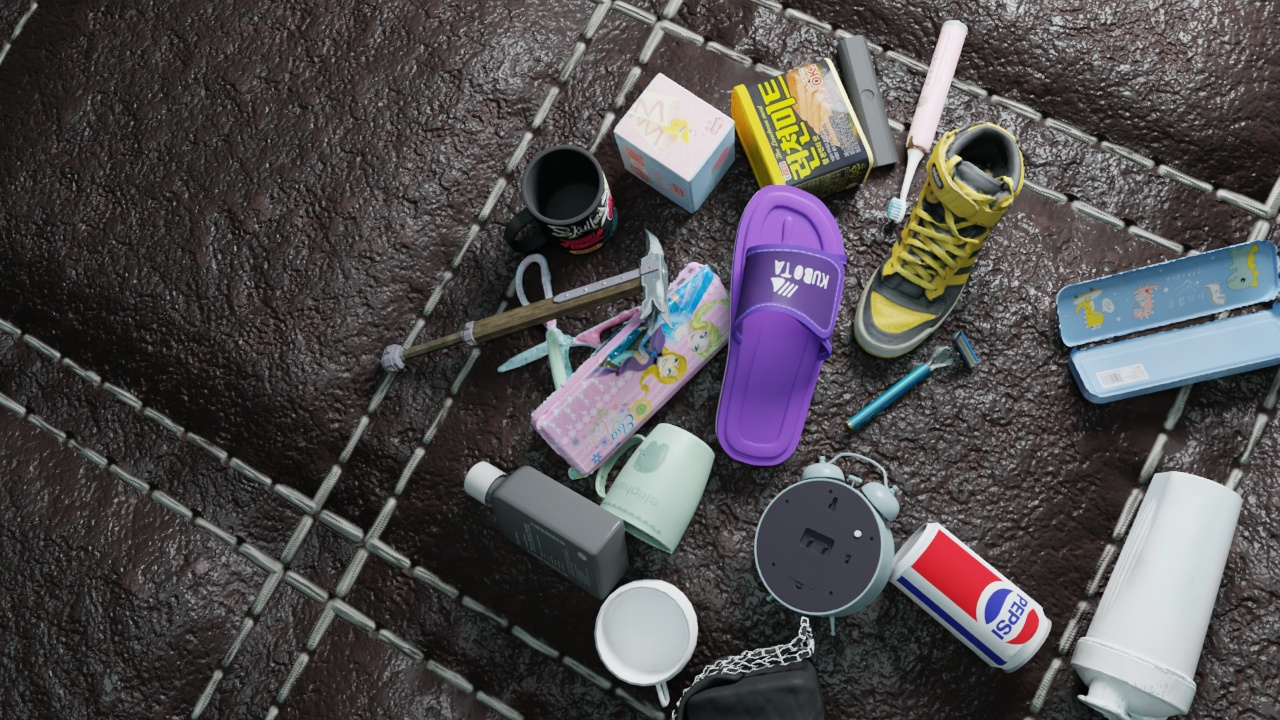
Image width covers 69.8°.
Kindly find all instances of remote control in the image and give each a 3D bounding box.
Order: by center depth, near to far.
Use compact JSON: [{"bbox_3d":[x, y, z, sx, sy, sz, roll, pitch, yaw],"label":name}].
[{"bbox_3d":[0.236,-0.268,0.955,0.033,0.015,0.146,-12,78,4],"label":"remote control"}]

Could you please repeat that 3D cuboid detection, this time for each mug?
[{"bbox_3d":[0.009,0.263,0.857,0.094,0.068,0.115,-16,78,4],"label":"mug"},{"bbox_3d":[0.008,0.115,0.885,0.111,0.084,0.104,18,71,38],"label":"mug"},{"bbox_3d":[-0.085,-0.150,0.929,0.118,0.098,0.082,-34,77,0],"label":"mug"}]

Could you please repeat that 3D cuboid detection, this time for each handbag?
[{"bbox_3d":[0.094,0.284,0.802,0.125,0.153,0.114,-9,82,10],"label":"handbag"}]

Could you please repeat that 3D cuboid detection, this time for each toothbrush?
[{"bbox_3d":[-0.077,0.043,0.928,0.022,0.015,0.154,-11,84,-7],"label":"toothbrush"},{"bbox_3d":[0.291,-0.243,0.938,0.026,0.027,0.222,22,81,-19],"label":"toothbrush"}]

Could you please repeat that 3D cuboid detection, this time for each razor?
[{"bbox_3d":[0.260,0.024,0.897,0.144,0.022,0.042,-35,114,3],"label":"razor"}]

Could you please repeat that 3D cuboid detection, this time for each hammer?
[{"bbox_3d":[-0.122,-0.044,0.923,0.317,0.028,0.146,-16,42,15],"label":"hammer"}]

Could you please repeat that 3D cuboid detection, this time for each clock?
[{"bbox_3d":[0.174,0.161,0.844,0.123,0.045,0.159,21,83,38],"label":"clock"}]

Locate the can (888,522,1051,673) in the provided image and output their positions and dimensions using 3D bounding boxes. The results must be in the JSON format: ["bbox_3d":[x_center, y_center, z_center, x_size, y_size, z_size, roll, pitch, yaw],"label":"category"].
[{"bbox_3d":[0.295,0.213,0.831,0.132,0.070,0.070,40,86,12],"label":"can"}]

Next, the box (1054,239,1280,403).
[{"bbox_3d":[0.508,-0.036,0.869,0.209,0.043,0.124,-13,77,4],"label":"box"}]

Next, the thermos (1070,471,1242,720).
[{"bbox_3d":[0.456,0.212,0.804,0.099,0.099,0.220,25,79,11],"label":"thermos"}]

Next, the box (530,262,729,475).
[{"bbox_3d":[-0.006,0.005,0.911,0.230,0.071,0.084,-44,116,-8],"label":"box"}]

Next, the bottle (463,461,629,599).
[{"bbox_3d":[-0.094,0.150,0.874,0.174,0.084,0.046,26,54,26],"label":"bottle"}]

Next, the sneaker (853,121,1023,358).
[{"bbox_3d":[0.284,-0.116,0.867,0.086,0.122,0.238,28,83,12],"label":"sneaker"}]

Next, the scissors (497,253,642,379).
[{"bbox_3d":[-0.077,-0.038,0.953,0.170,0.013,0.177,-24,80,5],"label":"scissors"}]

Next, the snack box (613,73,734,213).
[{"bbox_3d":[0.037,-0.218,0.930,0.095,0.093,0.079,37,85,12],"label":"snack box"}]

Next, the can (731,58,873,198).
[{"bbox_3d":[0.162,-0.226,0.929,0.101,0.072,0.130,-20,78,0],"label":"can"}]

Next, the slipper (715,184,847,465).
[{"bbox_3d":[0.131,-0.029,0.853,0.107,0.084,0.266,10,95,-1],"label":"slipper"}]
